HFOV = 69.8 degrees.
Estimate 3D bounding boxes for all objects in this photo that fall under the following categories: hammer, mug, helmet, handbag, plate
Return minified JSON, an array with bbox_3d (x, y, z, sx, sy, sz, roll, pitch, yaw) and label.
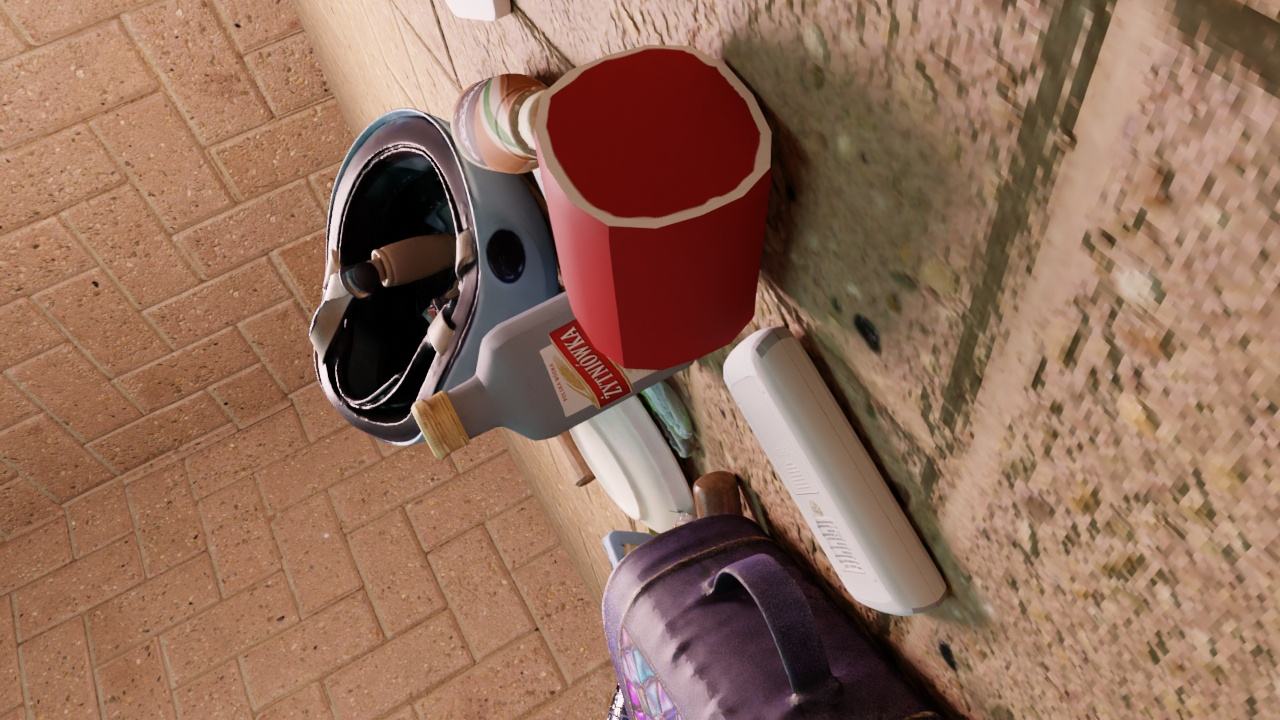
[{"bbox_3d":[-0.130,-0.010,0.924,0.305,0.040,0.132,58,176,12],"label":"hammer"},{"bbox_3d":[0.000,-0.069,0.369,0.097,0.080,0.116,85,162,-60],"label":"mug"},{"bbox_3d":[-0.165,-0.068,0.764,0.226,0.166,0.265,6,98,39],"label":"helmet"},{"bbox_3d":[0.075,0.222,0.648,0.040,0.129,0.322,28,134,58],"label":"hammer"},{"bbox_3d":[0.074,0.203,0.512,0.205,0.125,0.222,-136,32,-56],"label":"handbag"},{"bbox_3d":[-0.019,0.075,0.759,0.182,0.034,0.183,51,162,23],"label":"plate"}]

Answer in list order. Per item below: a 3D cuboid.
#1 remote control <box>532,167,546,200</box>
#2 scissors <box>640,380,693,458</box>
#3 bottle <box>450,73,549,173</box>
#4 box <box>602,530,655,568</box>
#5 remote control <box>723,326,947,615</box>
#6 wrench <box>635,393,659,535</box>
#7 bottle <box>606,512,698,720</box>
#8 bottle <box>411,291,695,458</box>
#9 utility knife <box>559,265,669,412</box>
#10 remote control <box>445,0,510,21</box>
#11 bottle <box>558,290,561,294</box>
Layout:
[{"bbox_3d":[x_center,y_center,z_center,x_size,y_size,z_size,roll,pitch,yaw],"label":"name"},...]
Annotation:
[{"bbox_3d":[-0.040,-0.084,0.634,0.033,0.012,0.131,-2,115,60],"label":"remote control"},{"bbox_3d":[-0.007,0.006,0.694,0.174,0.033,0.065,58,170,40],"label":"scissors"},{"bbox_3d":[-0.071,-0.140,0.545,0.059,0.059,0.167,67,166,-21],"label":"bottle"},{"bbox_3d":[0.041,0.238,0.813,0.126,0.039,0.209,36,-163,-38],"label":"box"},{"bbox_3d":[0.082,0.049,0.405,0.138,0.025,0.060,59,167,4],"label":"remote control"},{"bbox_3d":[0.000,0.103,0.855,0.083,0.018,0.274,51,163,36],"label":"wrench"},{"bbox_3d":[0.020,0.204,0.662,0.053,0.185,0.053,16,160,6],"label":"bottle"},{"bbox_3d":[-0.051,0.004,0.526,0.046,0.161,0.072,40,154,61],"label":"bottle"},{"bbox_3d":[-0.023,-0.026,0.684,0.198,0.015,0.031,-125,20,-45],"label":"utility knife"},{"bbox_3d":[-0.111,-0.244,0.593,0.136,0.013,0.043,41,155,58],"label":"remote control"},{"bbox_3d":[-0.116,-0.077,0.885,0.136,0.044,0.044,48,161,49],"label":"bottle"}]
